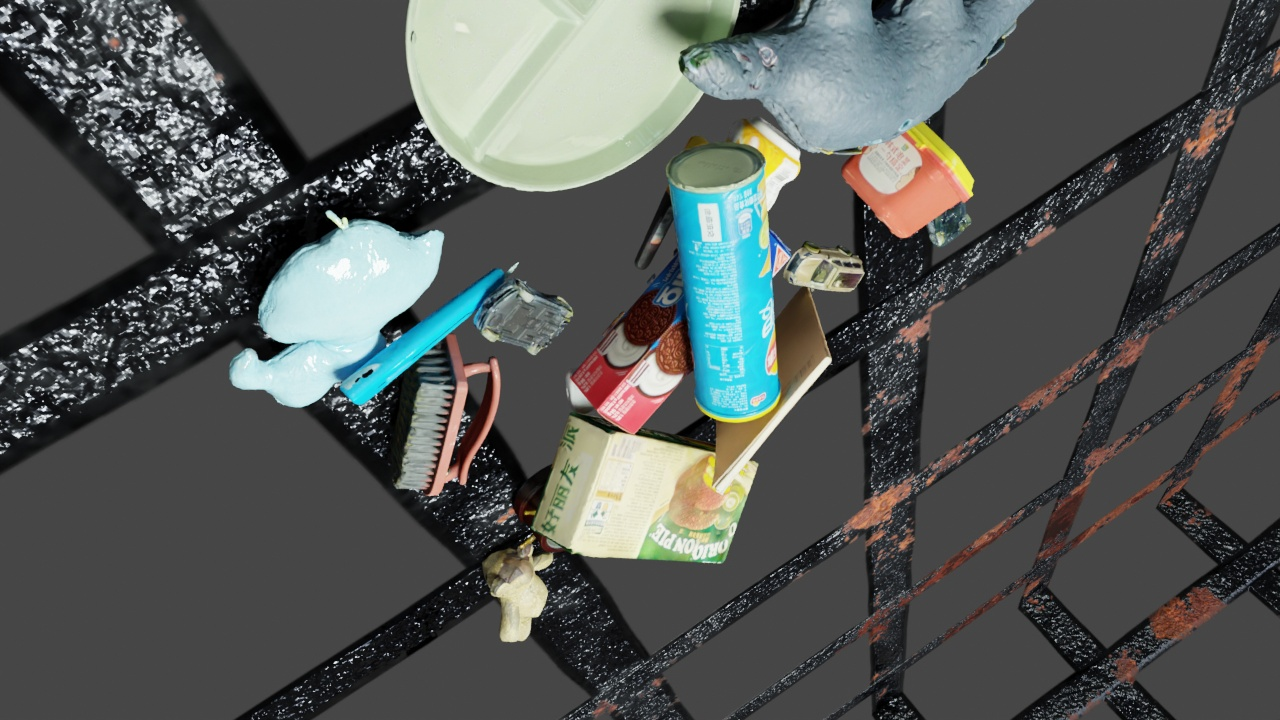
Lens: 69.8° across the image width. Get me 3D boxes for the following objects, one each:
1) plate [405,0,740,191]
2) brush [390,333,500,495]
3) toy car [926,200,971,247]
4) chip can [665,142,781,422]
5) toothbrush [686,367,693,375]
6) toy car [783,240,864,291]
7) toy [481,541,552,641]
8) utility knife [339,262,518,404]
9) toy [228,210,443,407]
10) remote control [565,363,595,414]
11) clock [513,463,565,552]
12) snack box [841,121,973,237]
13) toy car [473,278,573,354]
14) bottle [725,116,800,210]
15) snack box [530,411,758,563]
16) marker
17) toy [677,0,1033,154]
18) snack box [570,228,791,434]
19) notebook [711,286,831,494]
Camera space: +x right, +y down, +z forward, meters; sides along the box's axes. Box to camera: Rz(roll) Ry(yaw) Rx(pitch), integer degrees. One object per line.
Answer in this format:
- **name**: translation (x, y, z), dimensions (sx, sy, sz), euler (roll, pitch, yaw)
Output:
- **plate**: translation (-0.038, -0.210, 0.565), dimensions (0.229, 0.027, 0.231), euler (-23, 142, -19)
- **brush**: translation (-0.154, 0.052, 0.723), dimensions (0.069, 0.063, 0.146), euler (1, 132, -25)
- **toy car**: translation (0.304, -0.153, 0.921), dimensions (0.043, 0.034, 0.090), euler (-34, 143, -1)
- **chip can**: translation (0.066, -0.054, 0.695), dimensions (0.071, 0.071, 0.210), euler (-25, 129, -18)
- **toothbrush**: translation (0.009, 0.038, 0.894), dimensions (0.187, 0.016, 0.017), euler (-35, 154, -5)
- **toy car**: translation (0.176, -0.088, 0.882), dimensions (0.090, 0.035, 0.042), euler (2, 127, -39)
- **toy**: translation (-0.131, 0.247, 0.972), dimensions (0.104, 0.066, 0.157), euler (-57, 161, -33)
- **utility knife**: translation (-0.146, -0.023, 0.655), dimensions (0.160, 0.018, 0.034), euler (-43, 175, -25)
- **toy**: translation (-0.199, -0.034, 0.601), dimensions (0.161, 0.050, 0.156), euler (-26, 154, -15)
- **remote control**: translation (-0.005, 0.005, 0.837), dimensions (0.135, 0.020, 0.056), euler (-24, 141, -17)
- **clock**: translation (-0.066, 0.140, 0.905), dimensions (0.121, 0.055, 0.082), euler (-18, 140, -29)
- **snack box**: translation (0.229, -0.162, 0.800), dimensions (0.080, 0.091, 0.082), euler (-41, 145, 17)
- **toy car**: translation (-0.090, -0.036, 0.703), dimensions (0.049, 0.031, 0.105), euler (-48, 159, 9)
- **bottle**: translation (0.073, -0.133, 0.715), dimensions (0.063, 0.063, 0.109), euler (15, 120, -49)
- **snack box**: translation (0.012, 0.127, 0.880), dimensions (0.239, 0.063, 0.114), euler (17, 93, -50)
- **marker**: translation (0.022, -0.123, 0.727), dimensions (0.018, 0.015, 0.124), euler (-4, 135, -37)
- **toy**: translation (0.168, -0.221, 0.672), dimensions (0.355, 0.091, 0.138), euler (-21, 147, -25)
- **snack box**: translation (0.033, -0.037, 0.774), dimensions (0.207, 0.058, 0.057), euler (-49, 133, 5)
- **notebook**: translation (0.114, 0.017, 0.838), dimensions (0.012, 0.211, 0.150), euler (34, 110, -8)
